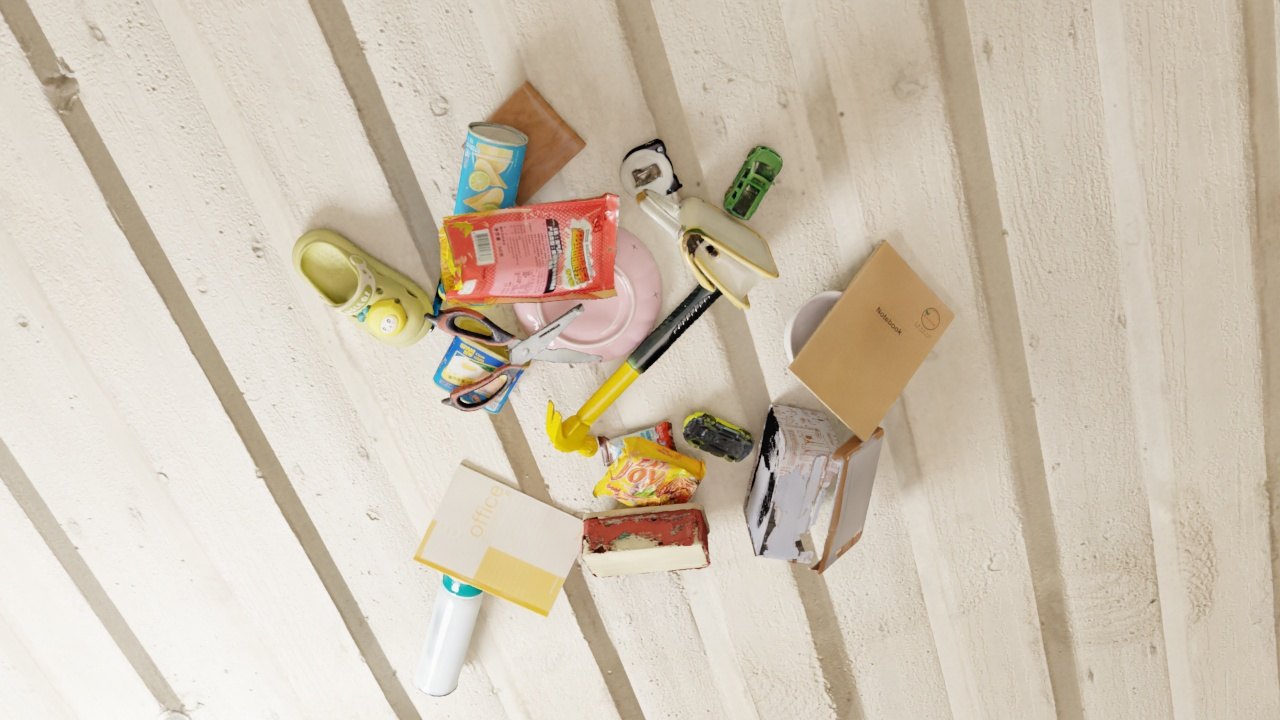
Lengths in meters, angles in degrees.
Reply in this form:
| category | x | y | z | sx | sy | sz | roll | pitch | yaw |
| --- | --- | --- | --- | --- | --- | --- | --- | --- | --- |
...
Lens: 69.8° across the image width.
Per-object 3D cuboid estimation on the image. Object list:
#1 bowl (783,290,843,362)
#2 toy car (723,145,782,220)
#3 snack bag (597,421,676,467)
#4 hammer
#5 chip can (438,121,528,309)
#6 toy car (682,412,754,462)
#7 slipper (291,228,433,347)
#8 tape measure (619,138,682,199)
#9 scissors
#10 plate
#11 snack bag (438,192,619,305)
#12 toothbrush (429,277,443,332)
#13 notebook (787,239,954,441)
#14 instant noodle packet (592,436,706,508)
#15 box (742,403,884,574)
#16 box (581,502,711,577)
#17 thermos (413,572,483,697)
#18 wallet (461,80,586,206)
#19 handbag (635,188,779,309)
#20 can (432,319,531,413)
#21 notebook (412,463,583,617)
| category | x | y | z | sx | sy | sz | roll | pitch | yaw |
| --- | --- | --- | --- | --- | --- | --- | --- | --- | --- |
| bowl | 0.221 | -0.028 | 1.150 | 0.118 | 0.065 | 0.118 | -1 | 94 | -21 |
| toy car | 0.135 | -0.211 | 1.095 | 0.043 | 0.036 | 0.091 | 26 | 107 | -10 |
| snack bag | -0.004 | 0.113 | 1.237 | 0.104 | 0.026 | 0.048 | -12 | 104 | 5 |
| hammer | -0.007 | 0.007 | 1.167 | 0.301 | 0.033 | 0.128 | -45 | 148 | 9 |
| chip can | -0.187 | -0.168 | 1.078 | 0.071 | 0.071 | 0.211 | 13 | 118 | -6 |
| toy car | 0.104 | 0.101 | 1.230 | 0.105 | 0.032 | 0.048 | 24 | 111 | -23 |
| slipper | -0.347 | -0.080 | 1.120 | 0.190 | 0.081 | 0.092 | 39 | 110 | -13 |
| tape measure | 0.008 | -0.221 | 1.088 | 0.066 | 0.033 | 0.066 | -23 | 110 | 8 |
| scissors | -0.160 | -0.006 | 1.121 | 0.225 | 0.015 | 0.189 | 15 | 119 | -11 |
| plate | -0.068 | -0.078 | 1.146 | 0.192 | 0.039 | 0.193 | 0 | 114 | -1 |
| snack bag | -0.122 | -0.122 | 1.051 | 0.207 | 0.073 | 0.129 | -9 | 119 | -20 |
| toothbrush | -0.240 | -0.118 | 1.140 | 0.014 | 0.016 | 0.190 | 22 | 113 | 2 |
| notebook | 0.289 | -0.024 | 1.137 | 0.148 | 0.008 | 0.207 | 42 | 79 | -18 |
| instant noodle packet | 0.013 | 0.159 | 1.231 | 0.128 | 0.044 | 0.111 | 21 | 123 | -21 |
| box | 0.241 | 0.168 | 1.199 | 0.166 | 0.150 | 0.182 | 8 | 113 | -7 |
| box | 0.008 | 0.251 | 1.242 | 0.168 | 0.078 | 0.091 | -8 | 143 | 10 |
| thermos | -0.274 | 0.377 | 1.326 | 0.073 | 0.073 | 0.225 | 15 | 112 | -7 |
| wallet | -0.138 | -0.253 | 1.082 | 0.115 | 0.020 | 0.101 | -40 | 107 | 18 |
| handbag | 0.066 | -0.141 | 1.054 | 0.178 | 0.163 | 0.063 | 32 | 110 | -12 |
| can | -0.204 | 0.009 | 1.173 | 0.102 | 0.057 | 0.083 | 29 | 112 | -13 |
| notebook | -0.189 | 0.250 | 1.269 | 0.206 | 0.010 | 0.145 | 27 | 84 | -12 |
